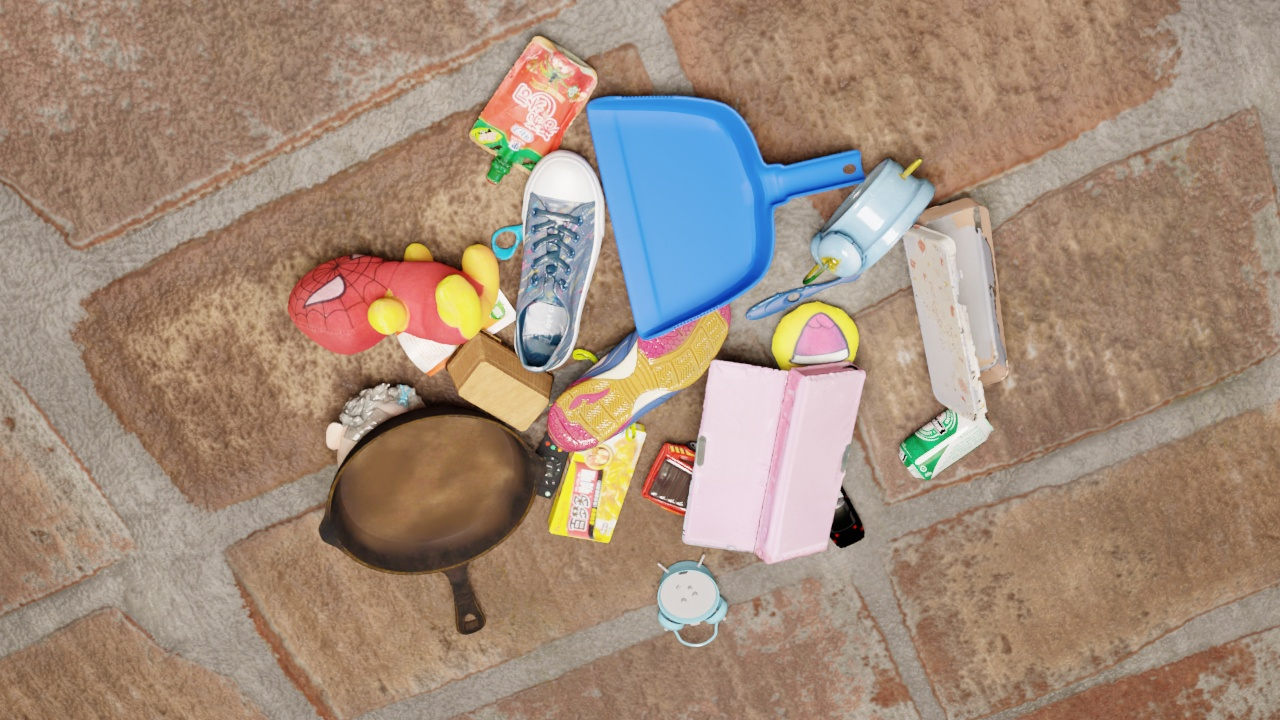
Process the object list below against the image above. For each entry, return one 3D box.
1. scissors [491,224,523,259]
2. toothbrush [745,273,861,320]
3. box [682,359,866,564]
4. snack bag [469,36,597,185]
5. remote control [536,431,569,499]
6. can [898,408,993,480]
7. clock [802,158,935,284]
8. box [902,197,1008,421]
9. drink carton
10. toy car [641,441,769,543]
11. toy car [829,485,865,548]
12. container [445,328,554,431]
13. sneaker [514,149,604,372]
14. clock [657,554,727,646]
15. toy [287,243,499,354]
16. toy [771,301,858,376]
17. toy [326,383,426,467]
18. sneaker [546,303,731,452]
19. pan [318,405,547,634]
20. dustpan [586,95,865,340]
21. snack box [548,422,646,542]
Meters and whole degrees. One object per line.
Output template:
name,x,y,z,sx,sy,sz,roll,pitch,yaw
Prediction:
scissors,-0.093,-0.145,0.977,0.110,0.015,0.132,39,101,-10
toothbrush,0.177,-0.072,1.002,0.132,0.016,0.021,-21,108,10
box,0.147,0.113,0.997,0.179,0.059,0.233,0,113,-13
snack bag,-0.113,-0.244,0.929,0.087,0.044,0.155,29,113,-20
remote control,-0.099,0.103,1.066,0.039,0.010,0.125,20,109,-7
can,0.345,0.091,1.042,0.101,0.053,0.053,-39,106,13
clock,0.226,-0.133,0.927,0.060,0.118,0.162,41,96,-2
box,0.340,-0.056,0.964,0.107,0.094,0.216,-31,119,-20
drink carton,-0.201,-0.042,1.004,0.122,0.039,0.069,-32,108,4
toy car,0.100,0.158,1.066,0.189,0.056,0.082,21,110,-10
toy car,0.234,0.185,1.085,0.042,0.036,0.092,-27,108,9
container,-0.150,0.025,0.999,0.114,0.061,0.063,34,106,-26
sneaker,-0.086,-0.095,0.941,0.087,0.079,0.236,8,106,-3
clock,0.062,0.300,1.123,0.087,0.042,0.123,-11,108,4
toy,-0.255,-0.060,0.936,0.216,0.147,0.099,-5,111,14
toy,0.192,-0.018,1.008,0.095,0.041,0.094,-4,106,-3
toy,-0.290,0.103,1.033,0.132,0.076,0.176,18,108,-23
sneaker,-0.005,0.006,0.994,0.241,0.091,0.116,-39,83,-11
pan,-0.225,0.190,1.049,0.248,0.043,0.357,-16,129,-15
dustpan,0.099,-0.168,0.929,0.257,0.059,0.245,-14,97,-8
snack box,-0.052,0.137,1.066,0.075,0.025,0.152,13,110,-15
